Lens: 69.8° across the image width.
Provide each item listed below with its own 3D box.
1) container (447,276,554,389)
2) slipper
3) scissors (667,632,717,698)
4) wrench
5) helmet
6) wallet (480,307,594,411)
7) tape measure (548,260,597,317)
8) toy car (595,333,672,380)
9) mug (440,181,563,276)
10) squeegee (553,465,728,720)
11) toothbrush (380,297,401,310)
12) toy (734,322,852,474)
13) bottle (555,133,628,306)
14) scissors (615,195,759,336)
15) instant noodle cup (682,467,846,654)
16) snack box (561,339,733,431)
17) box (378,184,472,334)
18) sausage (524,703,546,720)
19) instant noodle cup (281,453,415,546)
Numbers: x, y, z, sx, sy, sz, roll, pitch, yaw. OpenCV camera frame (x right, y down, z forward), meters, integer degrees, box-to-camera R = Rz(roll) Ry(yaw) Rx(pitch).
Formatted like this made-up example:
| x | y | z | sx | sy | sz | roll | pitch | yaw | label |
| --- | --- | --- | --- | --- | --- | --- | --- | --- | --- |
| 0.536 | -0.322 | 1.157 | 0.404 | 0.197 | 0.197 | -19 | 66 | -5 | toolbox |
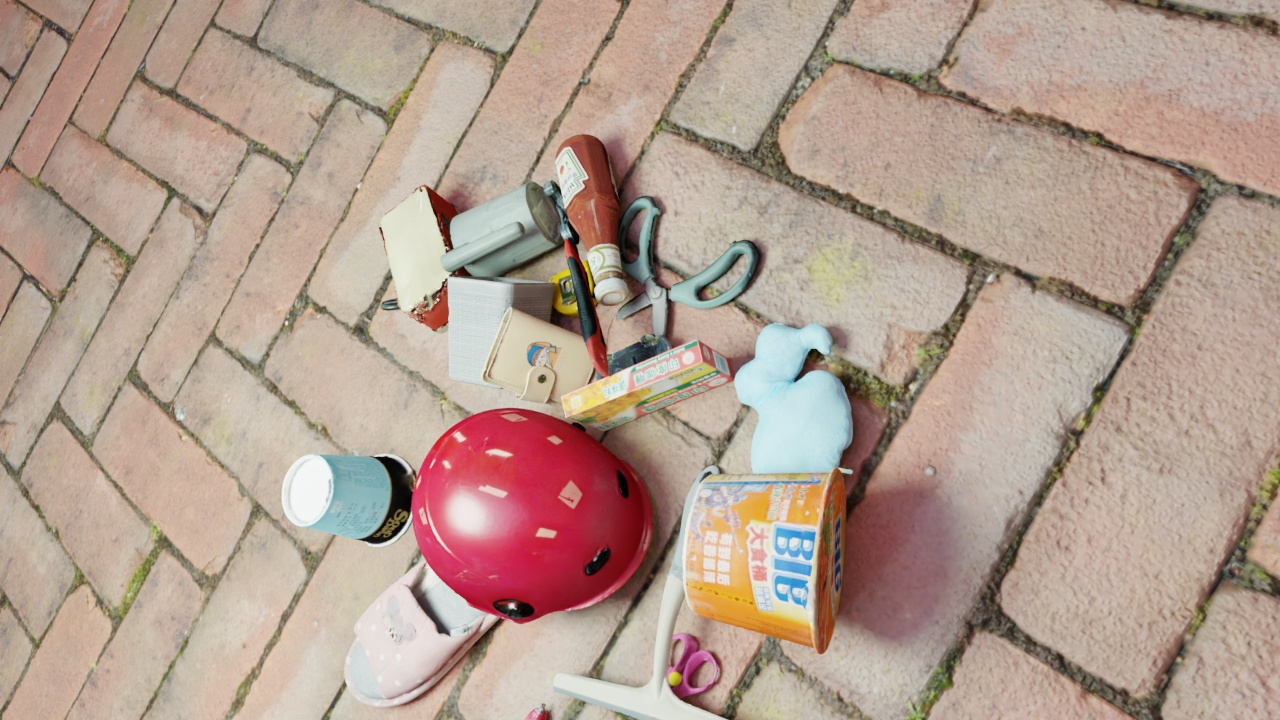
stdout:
| x | y | z | sx | sy | sz | roll | pitch | yaw | label |
| --- | --- | --- | --- | --- | --- | --- | --- | --- | --- |
| -0.154 | -0.032 | 0.999 | 0.090 | 0.090 | 0.114 | 9 | 99 | 32 | container |
| -0.226 | 0.276 | 0.986 | 0.275 | 0.054 | 0.114 | -39 | 61 | 13 | slipper |
| 0.024 | 0.323 | 0.853 | 0.063 | 0.017 | 0.135 | 28 | 87 | 29 | scissors |
| -0.065 | -0.090 | 0.962 | 0.016 | 0.056 | 0.273 | -26 | 52 | 12 | wrench |
| -0.121 | 0.137 | 0.892 | 0.240 | 0.144 | 0.206 | 4 | 62 | 29 | helmet |
| -0.103 | 0.004 | 0.961 | 0.024 | 0.115 | 0.087 | 29 | 96 | 57 | wallet |
| -0.074 | -0.078 | 1.013 | 0.060 | 0.029 | 0.057 | -21 | 68 | 23 | tape measure |
| -0.006 | 0.006 | 0.949 | 0.091 | 0.034 | 0.043 | -25 | 68 | 24 | toy car |
| -0.155 | -0.140 | 1.026 | 0.104 | 0.123 | 0.084 | -22 | 104 | 21 | mug |
| 0.037 | 0.214 | 0.852 | 0.247 | 0.039 | 0.246 | 5 | 73 | 34 | squeegee |
| -0.252 | -0.076 | 1.121 | 0.181 | 0.018 | 0.015 | -5 | 77 | 30 | toothbrush |
| 0.143 | 0.046 | 0.845 | 0.156 | 0.049 | 0.161 | 35 | 93 | 42 | toy |
| -0.049 | -0.152 | 0.989 | 0.060 | 0.059 | 0.205 | -25 | 60 | 21 | bottle |
| 0.042 | -0.109 | 0.963 | 0.170 | 0.019 | 0.173 | -16 | 68 | 23 | scissors |
| 0.105 | 0.160 | 0.766 | 0.111 | 0.151 | 0.151 | 3 | 78 | 21 | instant noodle cup |
| 0.007 | 0.027 | 0.910 | 0.156 | 0.077 | 0.027 | -23 | 66 | 22 | snack box |
| -0.254 | -0.124 | 1.084 | 0.091 | 0.079 | 0.168 | -35 | 54 | 15 | box |
| -0.135 | 0.409 | 0.919 | 0.020 | 0.020 | 0.156 | 33 | 94 | 32 | sausage |
| -0.334 | 0.152 | 1.042 | 0.111 | 0.120 | 0.111 | -8 | 73 | 27 | instant noodle cup |
